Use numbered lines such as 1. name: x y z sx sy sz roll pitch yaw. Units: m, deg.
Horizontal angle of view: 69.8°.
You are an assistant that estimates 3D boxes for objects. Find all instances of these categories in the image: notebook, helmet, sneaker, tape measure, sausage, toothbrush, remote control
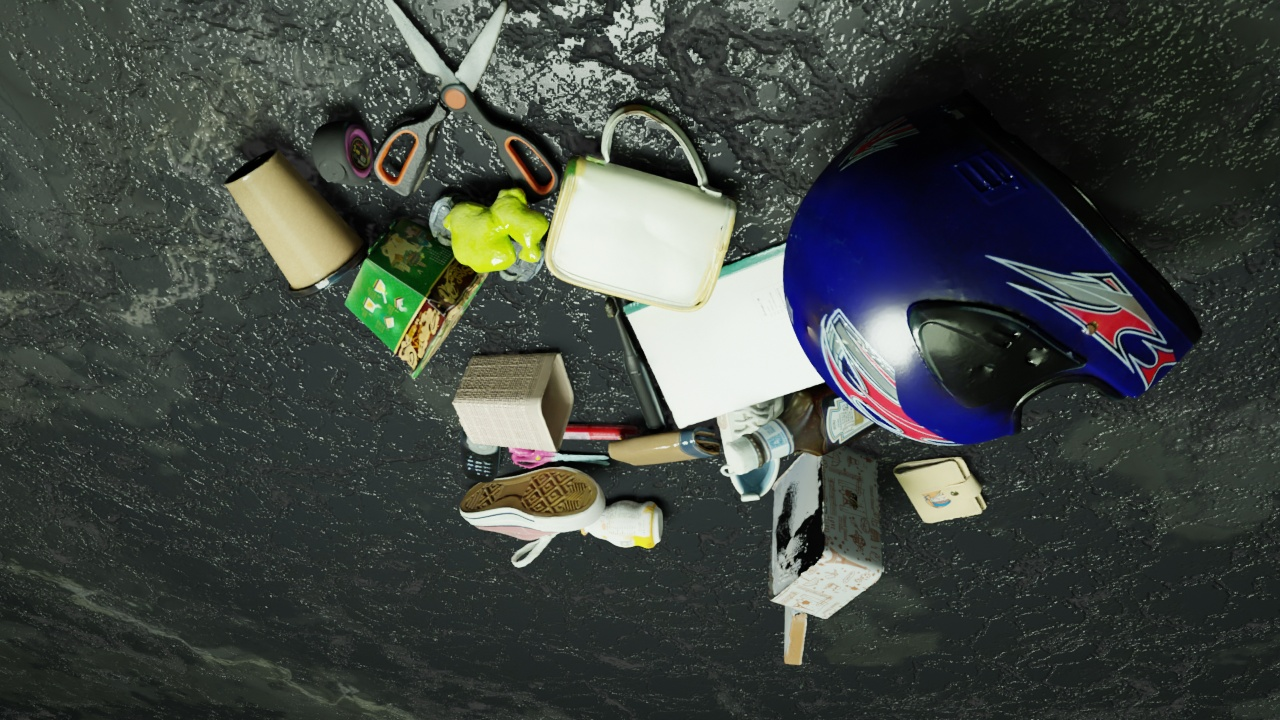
1. notebook: 0.099 -0.024 0.945 0.210 0.012 0.150 -19 103 28
2. helmet: 0.262 -0.047 0.753 0.315 0.246 0.241 36 114 -18
3. sneaker: -0.133 0.204 1.218 0.242 0.118 0.088 -9 130 37
4. sneaker: 0.121 0.069 1.031 0.089 0.090 0.243 1 137 9
5. tape measure: -0.277 -0.192 0.848 0.039 0.057 0.058 0 97 15
6. sausage: -0.072 0.089 1.144 0.156 0.020 0.020 0 137 10
7. toothbrush: -0.006 0.006 1.033 0.026 0.027 0.213 0 138 21
8. remote control: -0.207 0.112 1.193 0.053 0.024 0.137 13 137 0

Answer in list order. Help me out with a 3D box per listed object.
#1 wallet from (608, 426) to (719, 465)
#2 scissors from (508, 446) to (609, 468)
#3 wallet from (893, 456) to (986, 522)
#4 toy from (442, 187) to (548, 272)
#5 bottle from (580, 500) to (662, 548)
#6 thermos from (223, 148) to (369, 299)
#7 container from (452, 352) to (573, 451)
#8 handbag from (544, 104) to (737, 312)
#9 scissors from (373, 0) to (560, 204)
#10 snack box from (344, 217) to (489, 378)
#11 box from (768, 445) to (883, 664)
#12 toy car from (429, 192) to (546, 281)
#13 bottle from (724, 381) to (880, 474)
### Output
1. wallet: 0.030 0.106 1.114 0.115 0.033 0.090 -12 163 23
2. scissors: -0.105 0.131 1.202 0.137 0.017 0.073 9 143 -5
3. wallet: 0.373 0.160 1.131 0.087 0.024 0.115 -18 130 26
4. toy: -0.138 -0.119 0.868 0.096 0.031 0.100 48 114 4
5. bottle: -0.026 0.221 1.247 0.108 0.063 0.063 1 137 10
6. thermos: -0.339 -0.133 0.909 0.093 0.092 0.143 -16 124 26
7. container: -0.147 0.047 1.064 0.111 0.089 0.090 1 137 14
8. handbag: 0.007 -0.146 0.852 0.163 0.063 0.179 15 123 -5
9. scissors: -0.163 -0.220 0.825 0.221 0.021 0.234 -29 125 29
10. snack box: -0.231 -0.073 0.941 0.105 0.118 0.118 35 133 -8
11. box: 0.208 0.244 1.139 0.110 0.178 0.260 20 137 -10
12. toy car: -0.151 -0.124 0.913 0.120 0.036 0.054 27 129 -4
13. bottle: 0.180 0.066 0.967 0.194 0.044 0.080 -23 119 -17
